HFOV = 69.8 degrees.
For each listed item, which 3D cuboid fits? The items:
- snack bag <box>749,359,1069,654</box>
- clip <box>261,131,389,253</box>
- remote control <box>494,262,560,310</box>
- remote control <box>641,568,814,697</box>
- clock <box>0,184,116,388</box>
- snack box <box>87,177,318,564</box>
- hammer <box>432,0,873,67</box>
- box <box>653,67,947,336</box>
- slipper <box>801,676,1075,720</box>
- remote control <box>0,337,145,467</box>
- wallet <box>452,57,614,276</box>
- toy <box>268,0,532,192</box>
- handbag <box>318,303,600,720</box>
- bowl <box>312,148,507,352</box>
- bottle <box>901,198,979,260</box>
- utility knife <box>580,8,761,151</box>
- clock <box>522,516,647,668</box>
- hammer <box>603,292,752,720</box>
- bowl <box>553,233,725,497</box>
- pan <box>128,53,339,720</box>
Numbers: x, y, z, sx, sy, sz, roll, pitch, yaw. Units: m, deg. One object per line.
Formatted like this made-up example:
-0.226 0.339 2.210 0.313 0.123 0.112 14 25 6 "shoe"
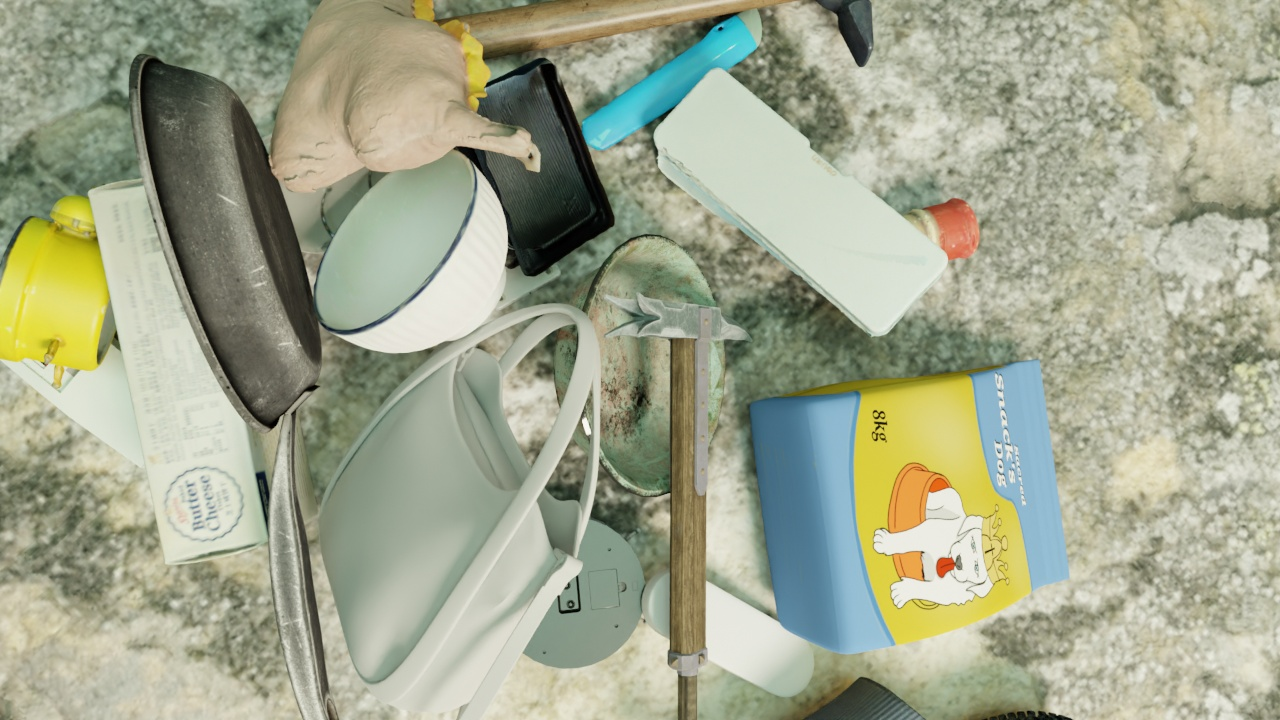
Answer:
0.187 0.086 0.595 0.205 0.102 0.159 -7 89 -19 "snack bag"
-0.166 -0.100 0.557 0.126 0.097 0.152 -29 80 4 "clip"
-0.106 -0.103 0.603 0.050 0.011 0.136 -30 91 -5 "remote control"
0.059 0.178 0.596 0.136 0.013 0.043 33 72 -19 "remote control"
-0.329 -0.048 0.527 0.057 0.083 0.118 15 66 -22 "clock"
-0.250 0.005 0.539 0.057 0.104 0.208 -11 90 -4 "snack box"
-0.002 -0.230 0.602 0.321 0.040 0.129 -11 79 -3 "hammer"
0.097 -0.099 0.582 0.199 0.066 0.083 42 68 14 "box"
0.167 0.242 0.589 0.263 0.101 0.082 -6 81 -13 "slipper"
-0.349 0.003 0.566 0.143 0.024 0.049 40 84 -3 "remote control"
-0.068 -0.120 0.570 0.089 0.026 0.115 -38 117 -37 "wallet"
-0.123 -0.205 0.521 0.196 0.065 0.263 1 61 20 "toy"
-0.080 0.073 0.498 0.095 0.215 0.223 20 115 -42 "handbag"
-0.115 -0.051 0.505 0.118 0.118 0.062 -54 133 -5 "bowl"
0.170 -0.078 0.620 0.109 0.044 0.044 -15 90 -6 "bottle"
0.012 -0.182 0.617 0.178 0.015 0.031 -34 89 -9 "utility knife"
-0.057 0.147 0.591 0.122 0.035 0.094 -5 89 -6 "clock"
0.031 0.123 0.551 0.028 0.146 0.317 0 89 35 "hammer"
-0.003 0.003 0.563 0.039 0.157 0.157 0 88 35 "bowl"
-0.186 0.026 0.465 0.055 0.187 0.357 -16 97 -11 "pan"
